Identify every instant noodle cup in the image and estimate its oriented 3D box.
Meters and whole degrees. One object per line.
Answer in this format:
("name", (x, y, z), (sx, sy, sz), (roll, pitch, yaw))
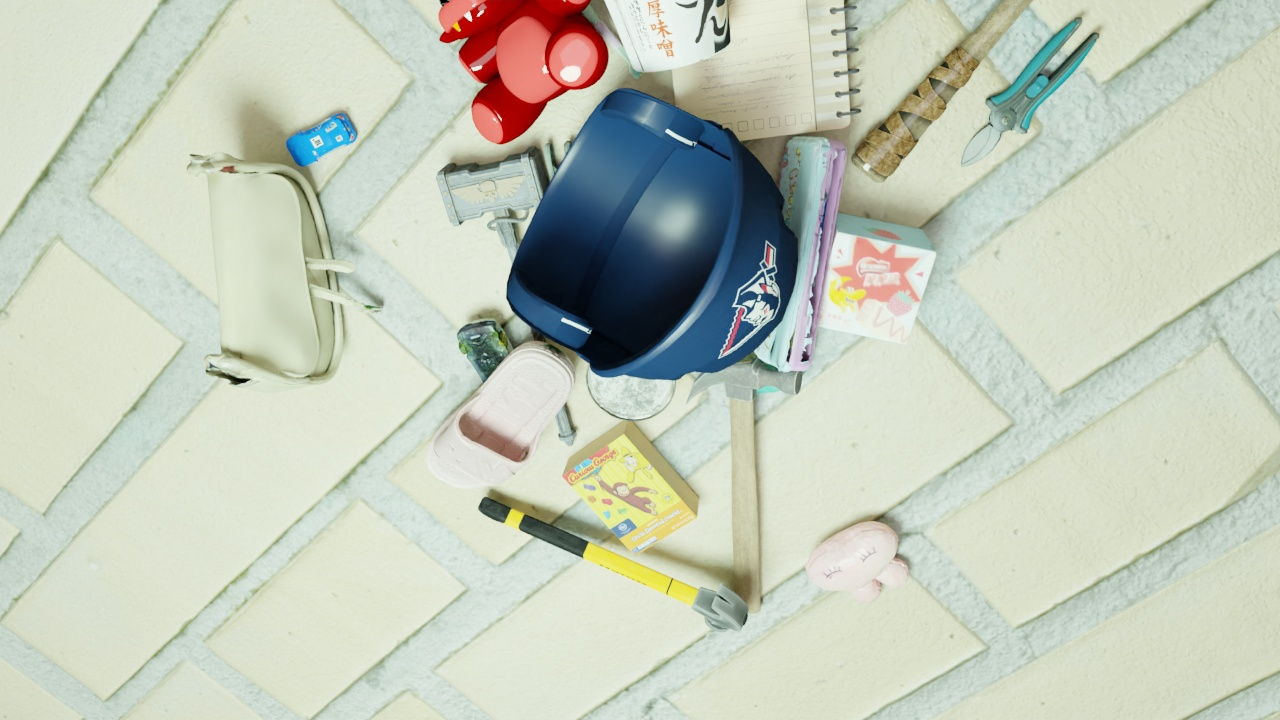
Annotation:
("instant noodle cup", (0.019, -0.310, 0.750), (0.124, 0.123, 0.122), (-11, 120, 12))

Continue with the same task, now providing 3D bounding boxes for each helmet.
("helmet", (0.029, -0.086, 0.783), (0.223, 0.272, 0.232), (27, 100, -16))

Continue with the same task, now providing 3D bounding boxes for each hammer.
("hammer", (-0.112, -0.050, 0.943), (0.098, 0.044, 0.322), (-9, 115, 11))
("hammer", (0.303, -0.284, 0.784), (0.121, 0.048, 0.320), (35, 115, -11))
("hammer", (-0.032, 0.222, 1.020), (0.324, 0.170, 0.034), (22, 71, 8))
("hammer", (0.115, 0.144, 0.999), (0.119, 0.030, 0.332), (9, 122, 25))

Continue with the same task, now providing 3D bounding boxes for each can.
("can", (-0.005, 0.005, 0.933), (0.090, 0.074, 0.090), (3, 116, 6))

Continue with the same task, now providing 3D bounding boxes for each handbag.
("handbag", (-0.346, -0.080, 0.890), (0.132, 0.184, 0.229), (-2, 97, 5))

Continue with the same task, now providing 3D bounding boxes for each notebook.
("notebook", (0.104, -0.310, 0.807), (0.167, 0.024, 0.226), (-4, 113, 10))

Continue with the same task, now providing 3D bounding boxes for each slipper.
("slipper", (-0.152, 0.076, 0.968), (0.094, 0.064, 0.240), (35, 126, -13))

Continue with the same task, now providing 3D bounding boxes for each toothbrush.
("toothbrush", (-0.049, -0.318, 0.827), (0.155, 0.015, 0.022), (46, 77, -13))

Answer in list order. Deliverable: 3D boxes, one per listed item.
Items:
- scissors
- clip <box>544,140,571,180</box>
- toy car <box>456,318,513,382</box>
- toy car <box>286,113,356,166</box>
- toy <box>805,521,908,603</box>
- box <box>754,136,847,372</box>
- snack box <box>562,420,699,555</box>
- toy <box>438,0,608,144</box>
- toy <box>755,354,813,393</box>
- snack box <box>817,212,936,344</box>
("scissors", (0.336, -0.238, 0.812), (0.136, 0.019, 0.138), (-11, 113, 14))
("clip", (-0.074, -0.175, 0.890), (0.044, 0.023, 0.076), (-4, 115, 8))
("toy car", (-0.153, -0.001, 0.971), (0.048, 0.033, 0.105), (-15, 124, 16))
("toy car", (-0.310, -0.211, 0.882), (0.092, 0.061, 0.033), (-21, 109, 15))
("toy", (0.245, 0.226, 1.014), (0.108, 0.053, 0.105), (-40, 118, 20))
("box", (0.144, -0.097, 0.846), (0.033, 0.076, 0.214), (4, 103, -17))
("snack box", (-0.010, 0.140, 1.010), (0.088, 0.040, 0.126), (-35, 105, 20))
("toy", (-0.118, -0.305, 0.789), (0.159, 0.120, 0.197), (-21, 107, 42))
("toy", (0.132, -0.017, 0.930), (0.085, 0.033, 0.105), (-17, 112, 26))
("snack box", (0.214, -0.079, 0.864), (0.093, 0.079, 0.095), (12, 114, 1))
